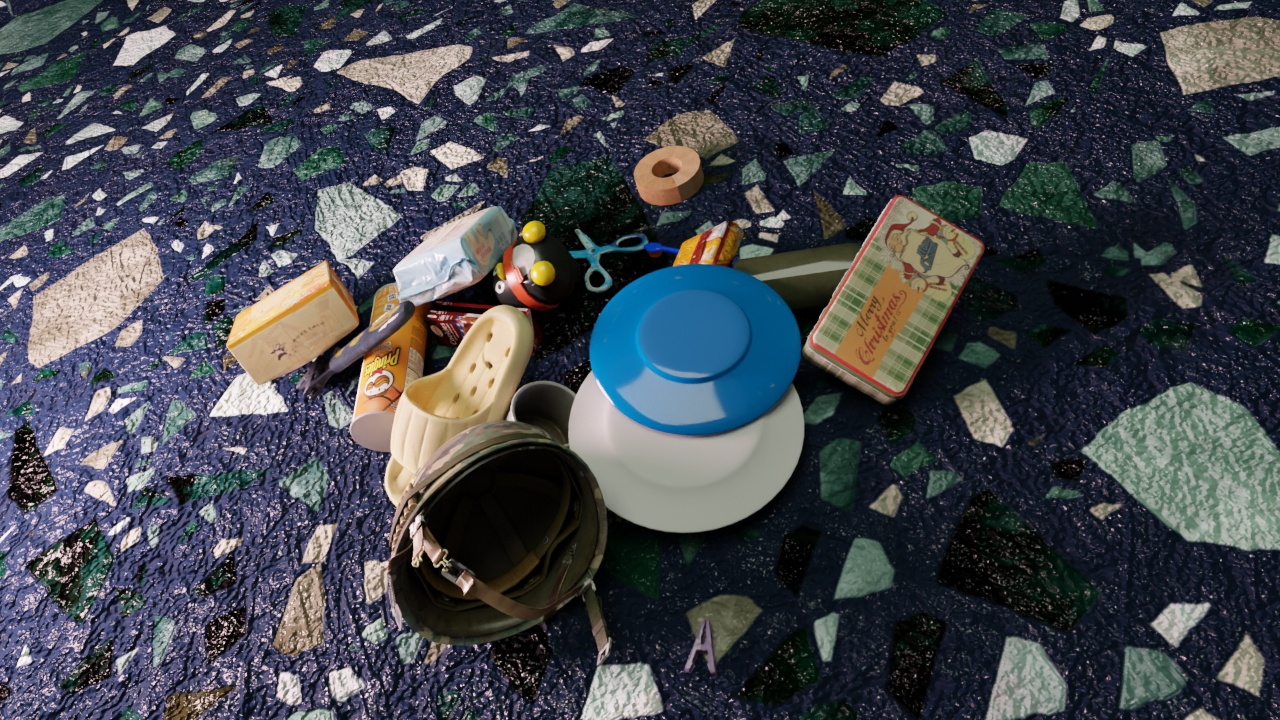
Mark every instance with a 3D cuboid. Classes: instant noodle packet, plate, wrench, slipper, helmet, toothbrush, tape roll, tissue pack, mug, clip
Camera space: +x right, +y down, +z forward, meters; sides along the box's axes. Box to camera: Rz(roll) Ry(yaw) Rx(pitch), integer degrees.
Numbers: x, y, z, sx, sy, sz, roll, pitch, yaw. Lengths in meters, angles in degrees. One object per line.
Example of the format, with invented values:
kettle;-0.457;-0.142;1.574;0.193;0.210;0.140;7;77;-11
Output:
instant noodle packet;0.068;-0.103;1.089;0.099;0.039;0.135;-13;48;54
plate;0.045;0.061;0.940;0.242;0.016;0.242;-3;56;4
wrench;-0.350;-0.010;1.113;0.274;0.022;0.073;-28;36;39
slipper;-0.207;0.053;0.992;0.111;0.079;0.261;34;95;31
helmet;-0.133;0.171;0.848;0.224;0.192;0.236;-63;28;-2
toothbrush;0.085;-0.125;1.153;0.183;0.018;0.016;15;57;26
plate;0.056;-0.023;0.969;0.224;0.024;0.223;-3;55;4
tape roll;0.039;-0.256;1.269;0.094;0.027;0.093;-10;48;11
tissue pack;-0.235;-0.133;1.182;0.112;0.070;0.181;-19;21;20
mug;-0.092;0.078;0.991;0.113;0.071;0.084;14;50;-15
clip;0.053;0.263;0.831;0.046;0.014;0.050;-25;50;1

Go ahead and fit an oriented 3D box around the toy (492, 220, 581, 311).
toy;-0.140;-0.105;1.160;0.119;0.099;0.097;-27;63;27

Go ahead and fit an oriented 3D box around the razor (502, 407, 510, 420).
razor;-0.171;0.040;1.084;0.088;0.047;0.116;-1;43;18

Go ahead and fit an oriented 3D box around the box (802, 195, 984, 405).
box;0.266;-0.064;0.963;0.117;0.050;0.205;32;76;9

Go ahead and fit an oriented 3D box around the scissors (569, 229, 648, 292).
scissors;-0.049;-0.144;1.216;0.134;0.012;0.134;-29;46;-6

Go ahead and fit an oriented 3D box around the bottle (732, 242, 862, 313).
bottle;0.211;-0.094;1.042;0.207;0.071;0.071;-7;49;13

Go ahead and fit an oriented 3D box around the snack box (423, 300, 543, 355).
snack box;-0.197;-0.041;1.151;0.141;0.051;0.031;6;53;23

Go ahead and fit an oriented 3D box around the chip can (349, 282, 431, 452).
chip can;-0.305;0.004;1.133;0.075;0.075;0.214;-13;48;8

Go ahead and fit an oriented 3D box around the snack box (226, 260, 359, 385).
snack box;-0.442;-0.048;1.189;0.145;0.080;0.195;-34;23;-9
